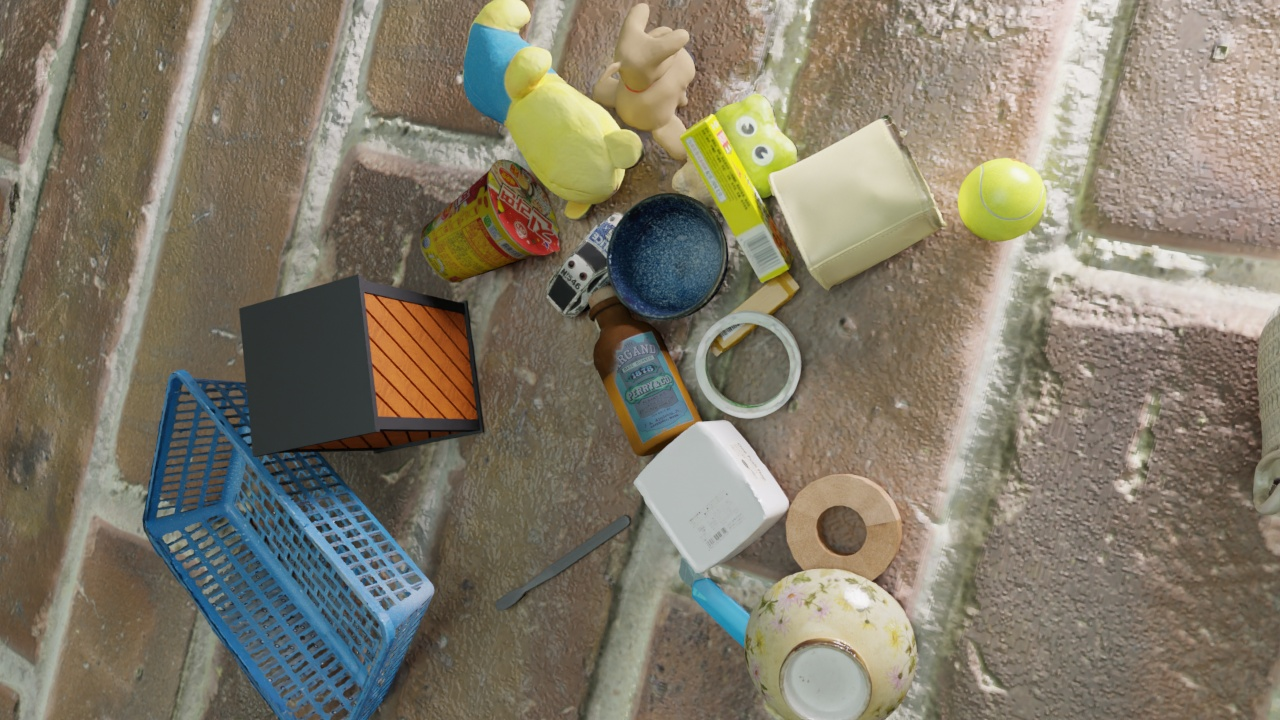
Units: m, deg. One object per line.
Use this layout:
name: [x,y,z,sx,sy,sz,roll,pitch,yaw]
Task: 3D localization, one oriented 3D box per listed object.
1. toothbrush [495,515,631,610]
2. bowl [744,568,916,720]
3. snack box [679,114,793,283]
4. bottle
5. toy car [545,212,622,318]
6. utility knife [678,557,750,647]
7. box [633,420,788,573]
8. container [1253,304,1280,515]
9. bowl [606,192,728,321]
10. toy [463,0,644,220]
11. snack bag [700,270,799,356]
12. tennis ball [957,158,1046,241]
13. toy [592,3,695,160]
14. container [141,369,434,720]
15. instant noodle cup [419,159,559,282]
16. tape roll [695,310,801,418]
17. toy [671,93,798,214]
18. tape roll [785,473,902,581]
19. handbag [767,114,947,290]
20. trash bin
toothbrush: [-0.076,0.198,0.891,0.167,0.013,0.013,-37,73,15]
bowl: [0.152,0.249,0.744,0.145,0.063,0.145,2,100,14]
snack box: [0.085,-0.140,0.800,0.029,0.040,0.148,-26,103,23]
bottle: [-0.005,0.005,0.845,0.068,0.067,0.157,-30,75,18]
toy car: [-0.048,-0.093,0.885,0.048,0.040,0.113,46,103,18]
utility knife: [0.097,0.239,0.810,0.175,0.015,0.031,41,99,15]
box: [0.072,0.120,0.822,0.103,0.095,0.107,-47,65,25]
container: [0.520,0.019,0.568,0.252,0.184,0.143,-6,72,21]
bowl: [0.032,-0.091,0.841,0.114,0.060,0.114,-1,87,22]
toy: [-0.092,-0.229,0.864,0.084,0.149,0.214,-35,79,-14]
snack bag: [0.099,-0.042,0.830,0.099,0.020,0.026,-41,78,15]
tennis ball: [0.288,-0.128,0.732,0.065,0.065,0.065,-2,85,23]
toy: [0.007,-0.262,0.845,0.134,0.108,0.105,40,81,20]
container: [-0.361,0.200,0.935,0.362,0.089,0.258,43,125,20]
instant noodle cup: [-0.157,-0.130,0.910,0.113,0.100,0.100,-21,78,28]
tape roll: [0.096,0.004,0.816,0.094,0.018,0.094,2,100,13]
toy: [0.080,-0.180,0.835,0.118,0.043,0.092,-31,85,22]
tape roll: [0.173,0.144,0.780,0.094,0.027,0.094,-2,85,23]
handbag: [0.183,-0.135,0.773,0.119,0.081,0.111,-28,69,20]
trash bin: [-0.267,0.013,0.899,0.140,0.171,0.139,-12,81,22]
